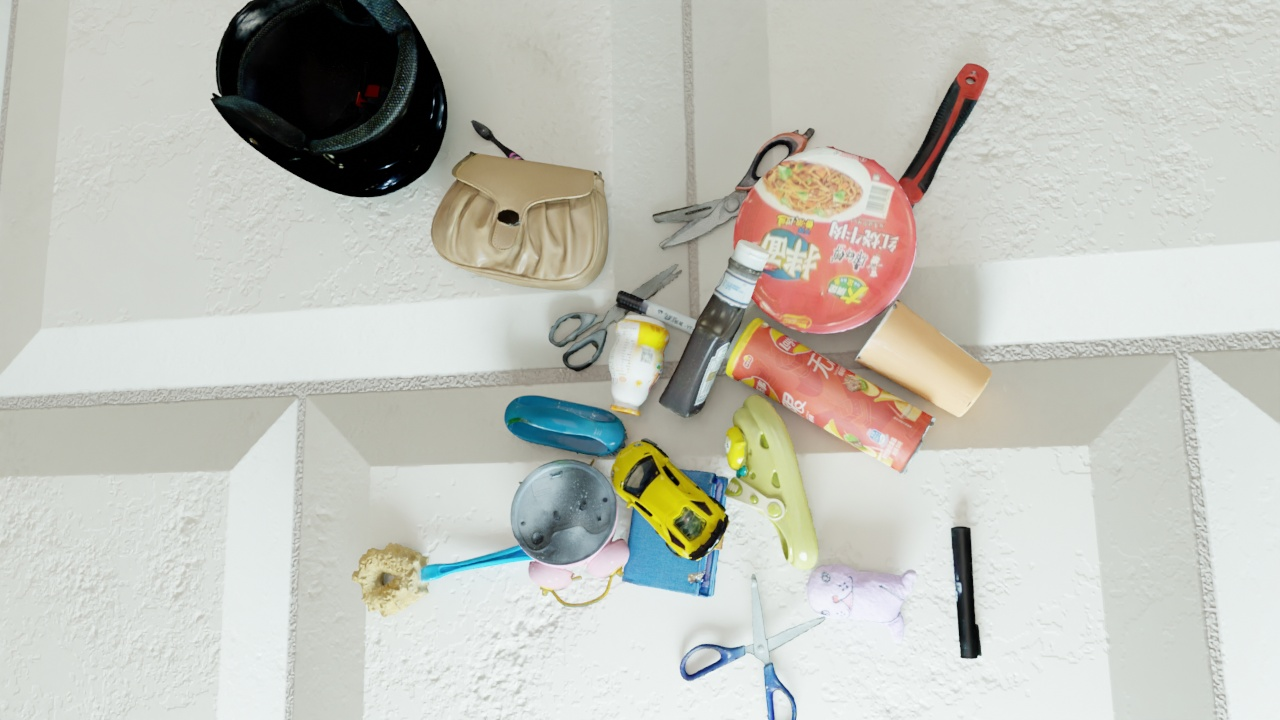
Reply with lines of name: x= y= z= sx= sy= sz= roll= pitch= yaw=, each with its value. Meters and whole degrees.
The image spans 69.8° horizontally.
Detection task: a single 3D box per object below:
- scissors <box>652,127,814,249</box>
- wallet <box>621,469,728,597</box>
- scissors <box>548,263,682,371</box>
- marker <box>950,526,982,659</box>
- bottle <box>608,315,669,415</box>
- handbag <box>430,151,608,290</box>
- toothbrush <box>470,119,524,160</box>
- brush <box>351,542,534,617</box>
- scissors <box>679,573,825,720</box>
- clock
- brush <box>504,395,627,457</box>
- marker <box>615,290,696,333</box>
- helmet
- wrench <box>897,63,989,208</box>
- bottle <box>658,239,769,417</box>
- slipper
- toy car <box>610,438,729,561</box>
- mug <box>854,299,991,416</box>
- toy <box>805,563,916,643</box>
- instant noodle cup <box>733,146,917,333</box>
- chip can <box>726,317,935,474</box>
scissors: x=0.123 y=-0.192 z=1.056 sx=0.196 sy=0.015 sz=0.215 roll=26 pitch=89 yaw=15
wallet: x=0.039 y=0.185 z=1.004 sx=0.106 sy=0.040 sz=0.133 roll=5 pitch=81 yaw=22
scissors: x=-0.023 y=-0.049 z=1.069 sx=0.175 sy=0.014 sz=0.136 roll=-1 pitch=80 yaw=10
marker: x=0.333 y=0.236 z=0.938 sx=0.022 sy=0.020 sz=0.132 roll=-1 pitch=81 yaw=-4
bottle: x=-0.006 y=0.006 z=1.028 sx=0.063 sy=0.063 sz=0.108 roll=11 pitch=83 yaw=14
handbag: x=-0.138 y=-0.162 z=1.065 sx=0.204 sy=0.099 sz=0.147 roll=10 pitch=88 yaw=12
toothbrush: x=-0.142 y=-0.237 z=1.122 sx=0.189 sy=0.017 sz=0.014 roll=42 pitch=93 yaw=14
brush: x=-0.211 y=0.236 z=1.056 sx=0.255 sy=0.046 sz=0.083 roll=-13 pitch=74 yaw=7
scissors: x=0.119 y=0.313 z=0.970 sx=0.162 sy=0.012 sz=0.173 roll=-8 pitch=87 yaw=17
clock: x=-0.075 y=0.189 z=1.003 sx=0.117 sy=0.060 sz=0.158 roll=-16 pitch=65 yaw=1
brush: x=-0.087 y=0.072 z=1.031 sx=0.144 sy=0.073 sz=0.055 roll=11 pitch=79 yaw=15
marker: x=0.032 y=-0.048 z=1.047 sx=0.131 sy=0.018 sz=0.023 roll=24 pitch=110 yaw=10
helmet: x=-0.359 y=-0.320 z=1.076 sx=0.275 sy=0.230 sz=0.233 roll=36 pitch=81 yaw=25
wrench: x=0.305 y=-0.210 z=1.016 sx=0.056 sy=0.016 sz=0.273 roll=33 pitch=90 yaw=15
bottle: x=0.081 y=-0.034 z=0.982 sx=0.044 sy=0.079 sz=0.195 roll=29 pitch=109 yaw=15
slipper: x=0.129 y=0.132 z=0.960 sx=0.081 sy=0.092 sz=0.190 roll=-16 pitch=82 yaw=-4
toy car: x=0.026 y=0.146 z=0.976 sx=0.071 sy=0.041 sz=0.156 roll=-49 pitch=62 yaw=4
mug: x=0.297 y=0.001 z=0.958 sx=0.123 sy=0.078 sz=0.078 roll=34 pitch=90 yaw=10
toy: x=0.225 y=0.246 z=0.951 sx=0.108 sy=0.038 sz=0.084 roll=7 pitch=104 yaw=12
instant noodle cup: x=0.201 y=-0.126 z=0.986 sx=0.194 sy=0.065 sz=0.194 roll=2 pitch=95 yaw=23
chip can: x=0.199 y=0.037 z=0.974 sx=0.216 sy=0.073 sz=0.073 roll=31 pitch=89 yaw=14
